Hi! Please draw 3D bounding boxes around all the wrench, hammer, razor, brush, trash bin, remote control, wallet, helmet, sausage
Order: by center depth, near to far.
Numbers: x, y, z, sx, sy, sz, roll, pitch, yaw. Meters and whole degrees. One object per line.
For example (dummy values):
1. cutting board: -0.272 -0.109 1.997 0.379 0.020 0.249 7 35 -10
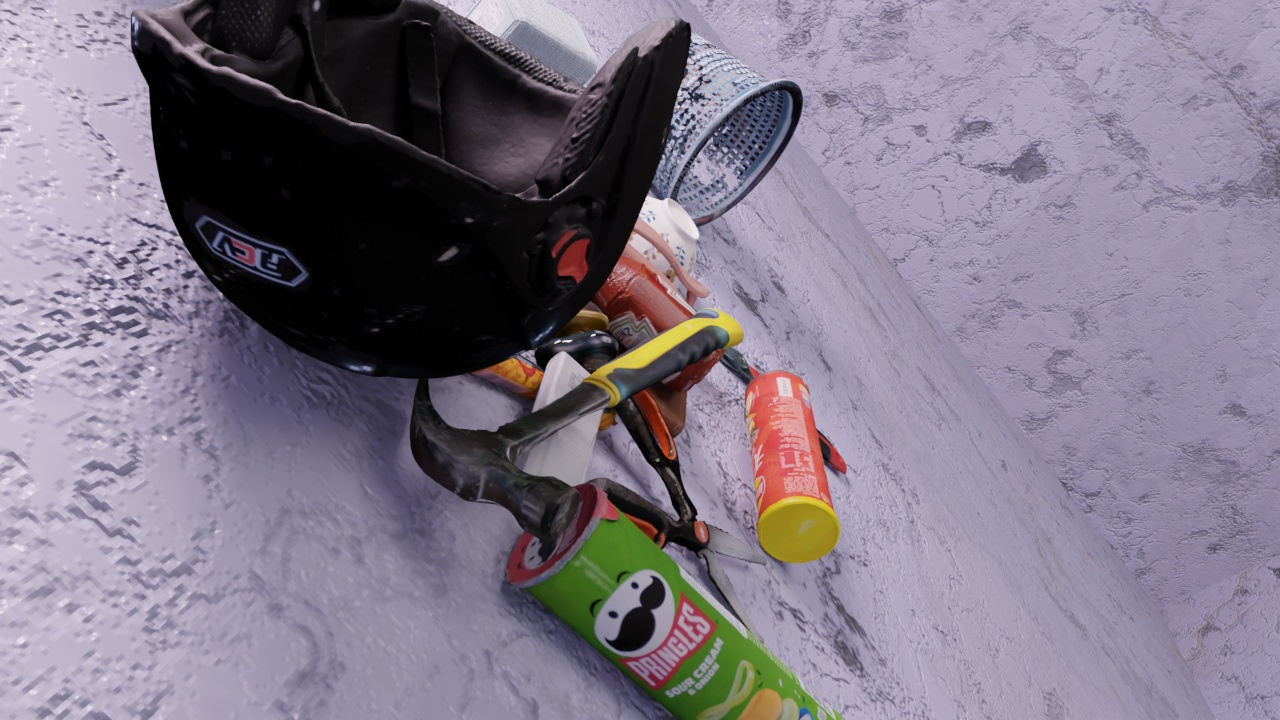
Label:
1. helmet: -0.115 -0.100 0.462 0.233 0.231 0.273 26 28 12
2. hammer: -0.020 0.013 0.587 0.126 0.032 0.322 26 26 21
3. remote control: -0.051 0.051 0.601 0.049 0.024 0.124 44 36 -26
4. sausage: -0.070 0.019 0.642 0.165 0.021 0.021 29 32 -45
5. razor: -0.080 -0.054 0.701 0.067 0.062 0.167 -24 70 -35
6. wallet: -0.005 0.005 0.783 0.101 0.032 0.124 42 24 -18
7. brush: 0.003 -0.082 0.866 0.145 0.073 0.063 36 27 -39
8. wrench: 0.154 0.043 1.055 0.273 0.016 0.056 44 24 -20
9. trash bin: 0.059 -0.314 1.167 0.195 0.227 0.226 47 20 19

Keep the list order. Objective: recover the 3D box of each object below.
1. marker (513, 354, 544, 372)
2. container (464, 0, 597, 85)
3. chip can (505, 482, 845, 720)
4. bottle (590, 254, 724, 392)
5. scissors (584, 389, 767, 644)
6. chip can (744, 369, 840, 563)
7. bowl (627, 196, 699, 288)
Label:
1. marker: -0.107 -0.013 0.625 0.123 0.015 0.018 35 33 -41
2. container: -0.122 -0.330 0.963 0.111 0.090 0.090 18 41 -51
3. chip can: 0.029 0.173 0.545 0.236 0.072 0.072 45 24 -19
4. bottle: -0.021 -0.061 0.747 0.206 0.060 0.059 43 23 -5
5. scissors: 0.030 0.111 0.680 0.220 0.022 0.228 9 59 -55
6. chip can: 0.140 0.093 0.880 0.073 0.073 0.216 43 24 -23
7. bowl: 0.023 -0.137 1.000 0.113 0.062 0.113 40 27 -26
